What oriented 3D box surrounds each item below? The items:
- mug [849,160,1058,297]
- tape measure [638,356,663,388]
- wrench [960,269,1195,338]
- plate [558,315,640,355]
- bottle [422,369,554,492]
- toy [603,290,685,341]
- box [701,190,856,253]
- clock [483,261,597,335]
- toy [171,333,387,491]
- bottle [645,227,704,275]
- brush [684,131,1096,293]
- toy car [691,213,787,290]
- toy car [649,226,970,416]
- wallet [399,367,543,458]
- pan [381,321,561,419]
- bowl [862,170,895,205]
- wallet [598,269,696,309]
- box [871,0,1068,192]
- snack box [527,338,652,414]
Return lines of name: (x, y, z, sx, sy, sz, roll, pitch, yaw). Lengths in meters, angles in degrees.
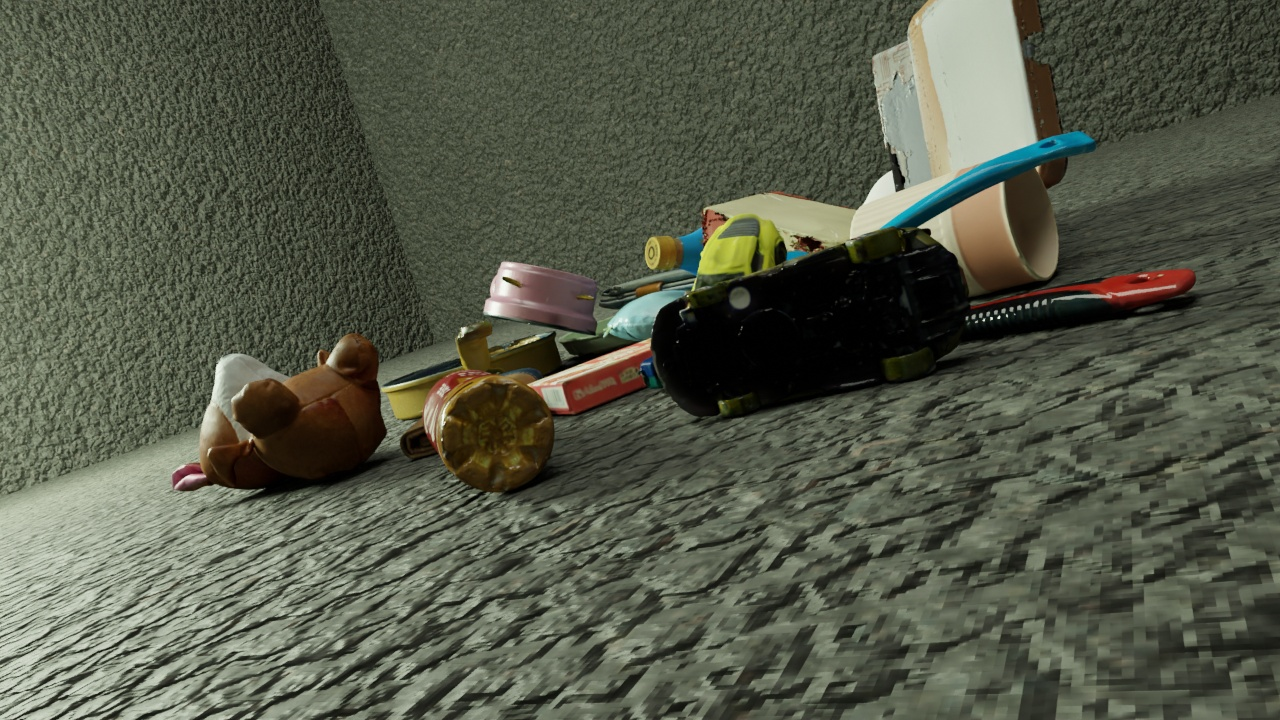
mug: (0.213, -0.080, 0.609, 0.106, 0.081, 0.114, -14, -7, 42)
tape measure: (0.035, 0.001, 0.610, 0.058, 0.025, 0.055, -26, 12, -34)
wrench: (0.142, -0.014, 0.492, 0.274, 0.016, 0.056, -13, 12, 40)
plate: (0.016, -0.048, 1.075, 0.230, 0.027, 0.230, -17, 6, 2)
bottle: (-0.093, 0.035, 0.525, 0.057, 0.057, 0.175, -19, 7, -16)
toy: (0.042, -0.042, 0.861, 0.156, 0.050, 0.162, -10, 5, -28)
box: (0.127, -0.099, 0.748, 0.091, 0.076, 0.168, -20, 28, -30)
clock: (-0.102, -0.064, 0.962, 0.117, 0.060, 0.158, 10, -1, -10)
toy: (-0.292, 0.047, 0.730, 0.200, 0.130, 0.139, -25, 5, 47)
bottle: (0.107, -0.102, 0.880, 0.218, 0.065, 0.065, -4, -1, -28)
brush: (0.137, -0.071, 0.542, 0.255, 0.046, 0.083, -27, 21, 17)
toy car: (0.050, -0.041, 0.515, 0.048, 0.032, 0.105, -3, 52, 29)
toy car: (0.079, -0.017, 0.451, 0.158, 0.070, 0.042, -14, 7, 24)
wallet: (-0.125, 0.039, 0.703, 0.090, 0.033, 0.115, -19, 7, 9)
pan: (-0.168, 0.001, 0.927, 0.197, 0.078, 0.358, -19, 7, -12)
bowl: (0.272, -0.158, 0.887, 0.118, 0.065, 0.118, -2, 44, 2)
wallet: (0.034, -0.072, 0.961, 0.130, 0.037, 0.106, -12, -1, 32)
box: (0.259, -0.188, 0.729, 0.134, 0.179, 0.270, -9, -6, 16)
snack box: (-0.004, 0.004, 0.690, 0.152, 0.025, 0.075, -21, 8, -27)
